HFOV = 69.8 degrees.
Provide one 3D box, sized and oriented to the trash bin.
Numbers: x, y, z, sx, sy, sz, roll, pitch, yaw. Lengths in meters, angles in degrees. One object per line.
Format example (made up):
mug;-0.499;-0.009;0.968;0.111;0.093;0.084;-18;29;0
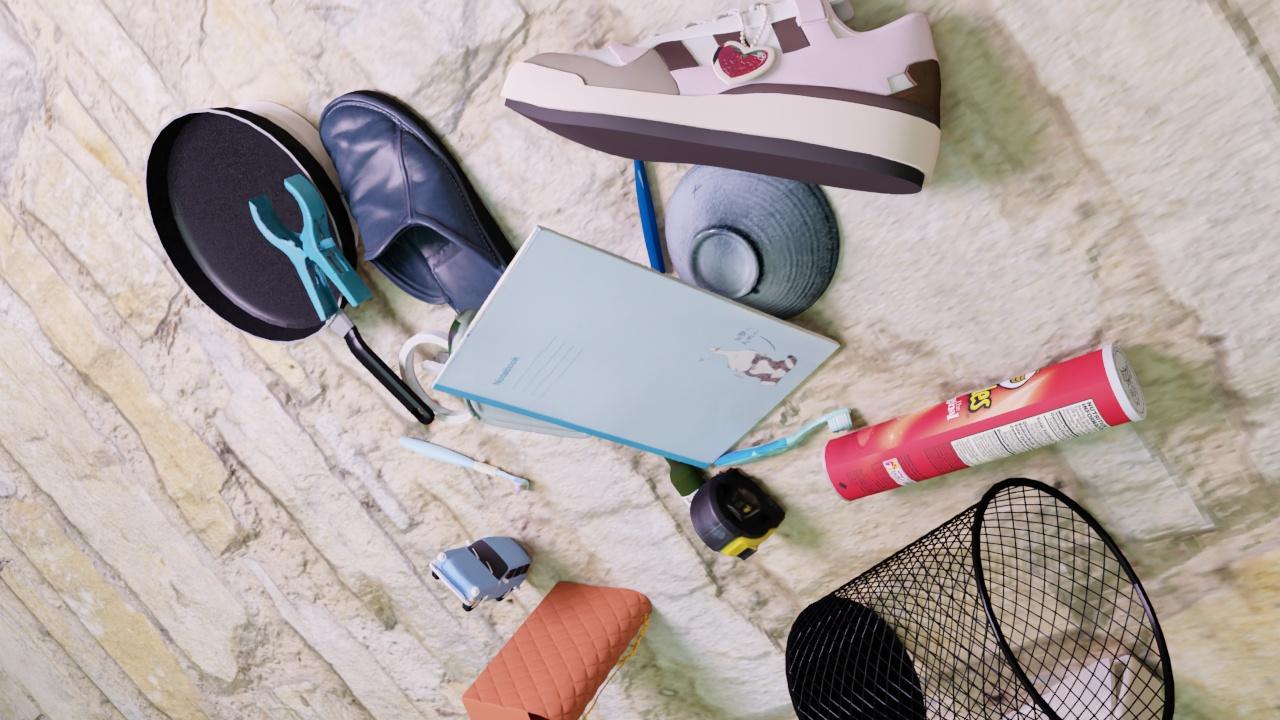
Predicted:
trash bin;0.227;0.212;0.666;0.184;0.183;0.211;47;134;-1

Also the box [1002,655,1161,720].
box;0.296;0.296;0.665;0.044;0.183;0.144;46;126;10

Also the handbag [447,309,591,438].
handbag;-0.091;0.010;0.770;0.122;0.067;0.106;8;139;13

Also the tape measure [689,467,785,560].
tape measure;0.078;0.128;0.765;0.071;0.072;0.042;48;131;2

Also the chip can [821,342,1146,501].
chip can;0.231;0.049;0.646;0.215;0.051;0.052;-25;102;37

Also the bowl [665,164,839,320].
bowl;0.069;-0.079;0.664;0.137;0.057;0.137;14;122;23

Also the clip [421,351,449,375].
clip;-0.160;0.004;0.850;0.102;0.052;0.060;20;137;18

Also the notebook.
notebook;-0.004;0.004;0.689;0.253;0.009;0.182;18;134;-26

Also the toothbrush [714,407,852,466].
toothbrush;0.114;0.068;0.744;0.136;0.022;0.017;-28;65;36

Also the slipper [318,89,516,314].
slipper;-0.194;-0.111;0.780;0.109;0.083;0.265;-34;95;40

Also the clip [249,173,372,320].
clip;-0.302;-0.095;0.802;0.120;0.030;0.130;-3;114;20

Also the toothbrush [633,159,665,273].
toothbrush;-0.001;-0.143;0.696;0.014;0.014;0.168;-3;115;18

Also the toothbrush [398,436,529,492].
toothbrush;-0.182;0.104;0.934;0.155;0.016;0.022;16;163;21

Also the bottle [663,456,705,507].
bottle;0.044;0.109;0.802;0.025;0.025;0.106;-30;99;38

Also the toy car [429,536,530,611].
toy car;-0.153;0.205;0.905;0.056;0.153;0.055;42;92;14

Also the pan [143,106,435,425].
pan;-0.315;-0.075;0.855;0.356;0.034;0.226;46;127;-5

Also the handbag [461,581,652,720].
handbag;-0.070;0.289;0.873;0.109;0.171;0.060;-6;112;32

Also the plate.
plate;-0.352;-0.153;0.877;0.182;0.034;0.183;14;122;23

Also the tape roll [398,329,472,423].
tape roll;-0.184;0.016;0.855;0.093;0.013;0.093;13;121;23

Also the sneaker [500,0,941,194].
sneaker;0.048;-0.190;0.593;0.294;0.111;0.116;13;94;21
